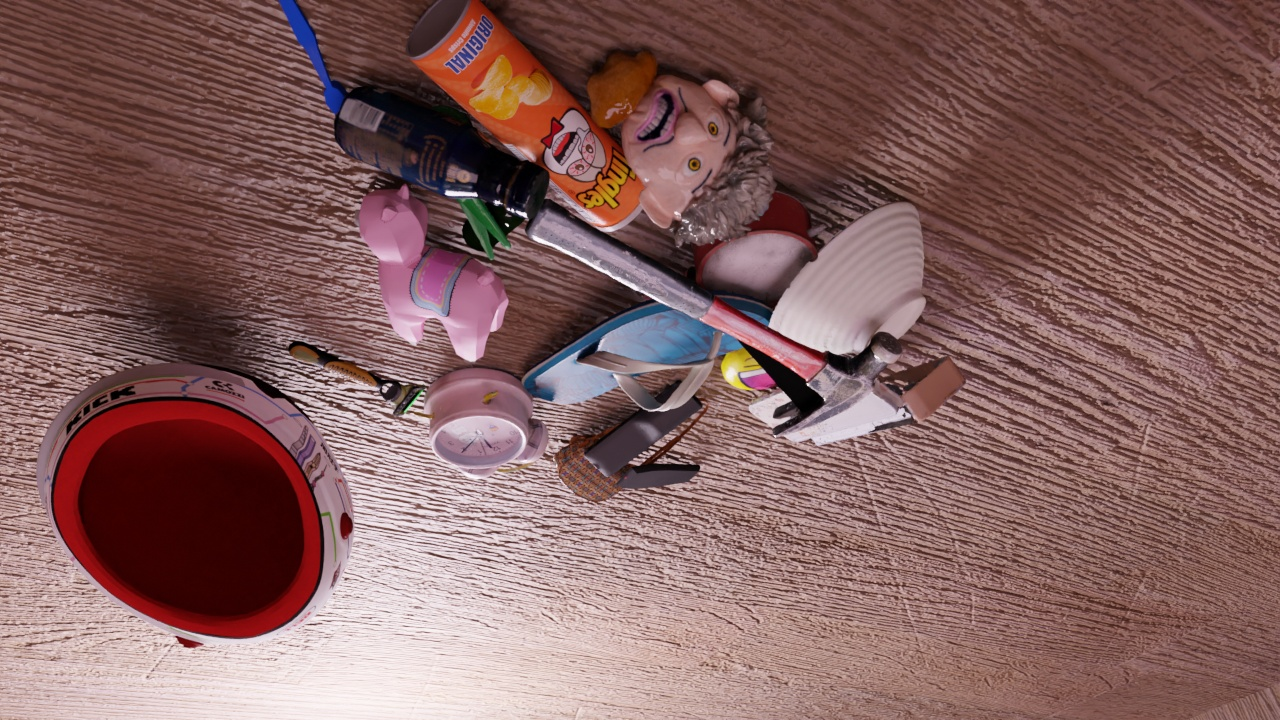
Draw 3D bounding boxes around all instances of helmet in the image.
[{"bbox_3d":[-0.416,0.126,0.881,0.230,0.236,0.314,-37,120,-14],"label":"helmet"}]

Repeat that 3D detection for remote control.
[{"bbox_3d":[0.025,0.138,1.103,0.124,0.010,0.039,4,136,-46],"label":"remote control"},{"bbox_3d":[0.003,0.079,1.026,0.141,0.021,0.045,-37,118,13],"label":"remote control"}]

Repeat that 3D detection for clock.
[{"bbox_3d":[0.095,-0.090,0.836,0.109,0.061,0.157,7,144,-17],"label":"clock"},{"bbox_3d":[-0.166,0.076,0.994,0.117,0.058,0.158,-18,140,12],"label":"clock"}]

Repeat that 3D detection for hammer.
[{"bbox_3d":[0.050,-0.039,0.776,0.326,0.036,0.141,27,131,-15],"label":"hammer"}]

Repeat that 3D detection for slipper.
[{"bbox_3d":[-0.005,0.005,0.887,0.296,0.060,0.118,-22,142,38],"label":"slipper"}]

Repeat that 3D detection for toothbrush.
[{"bbox_3d":[-0.243,-0.246,0.636,0.016,0.011,0.187,-12,137,5],"label":"toothbrush"}]

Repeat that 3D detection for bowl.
[{"bbox_3d":[0.206,-0.052,0.830,0.177,0.071,0.178,-31,154,-17],"label":"bowl"}]

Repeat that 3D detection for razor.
[{"bbox_3d":[-0.289,0.014,0.930,0.144,0.021,0.044,30,110,-38],"label":"razor"}]

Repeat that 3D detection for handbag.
[{"bbox_3d":[-0.007,0.091,1.068,0.196,0.043,0.093,-33,131,16],"label":"handbag"}]

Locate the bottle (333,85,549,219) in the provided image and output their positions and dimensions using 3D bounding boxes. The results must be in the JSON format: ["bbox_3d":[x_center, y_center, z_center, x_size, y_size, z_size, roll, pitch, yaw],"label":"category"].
[{"bbox_3d":[-0.146,-0.152,0.680,0.161,0.056,0.056,24,138,7],"label":"bottle"}]

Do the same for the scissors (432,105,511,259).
[{"bbox_3d":[-0.150,-0.133,0.731,0.078,0.013,0.132,-12,108,24],"label":"scissors"}]

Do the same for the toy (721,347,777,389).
[{"bbox_3d":[0.132,0.000,0.966,0.095,0.041,0.094,-9,146,1],"label":"toy"}]

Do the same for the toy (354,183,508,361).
[{"bbox_3d":[-0.180,-0.076,0.791,0.123,0.067,0.158,15,141,13],"label":"toy"}]

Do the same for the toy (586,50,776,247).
[{"bbox_3d":[0.036,-0.169,0.708,0.176,0.132,0.076,34,170,-19],"label":"toy"}]

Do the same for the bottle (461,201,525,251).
[{"bbox_3d":[-0.109,-0.123,0.749,0.033,0.033,0.123,17,159,-27],"label":"bottle"}]

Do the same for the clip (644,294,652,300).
[{"bbox_3d":[0.033,-0.057,0.897,0.039,0.022,0.059,-30,134,30],"label":"clip"}]

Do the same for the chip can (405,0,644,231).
[{"bbox_3d":[-0.077,-0.182,0.696,0.062,0.062,0.210,-29,136,24],"label":"chip can"}]

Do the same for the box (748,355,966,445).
[{"bbox_3d":[0.212,0.032,0.942,0.120,0.094,0.217,-31,180,-22],"label":"box"}]
